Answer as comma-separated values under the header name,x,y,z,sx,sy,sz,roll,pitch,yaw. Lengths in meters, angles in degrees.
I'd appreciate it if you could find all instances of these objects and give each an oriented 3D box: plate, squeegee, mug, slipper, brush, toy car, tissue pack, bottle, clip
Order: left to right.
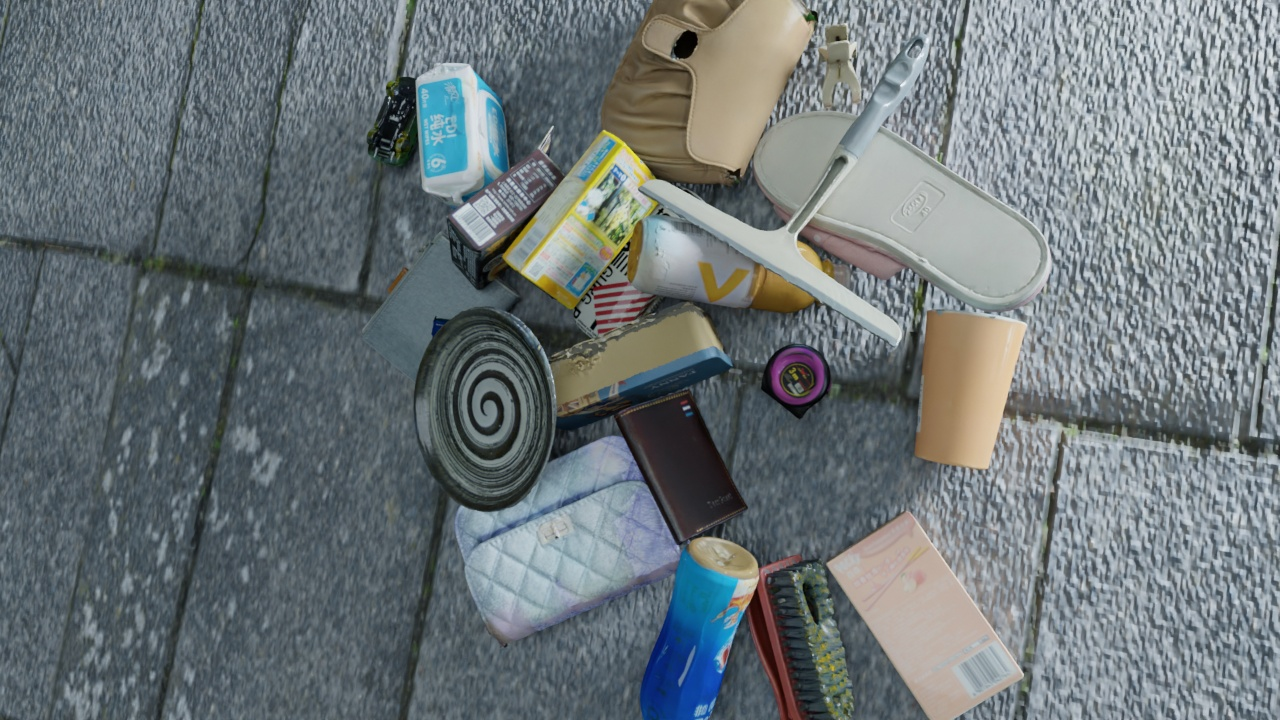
name,x,y,z,sx,sy,sz,roll,pitch,yaw
toy car,-0.240,-0.238,0.919,0.043,0.036,0.091,20,90,16
tissue pack,-0.164,-0.204,0.870,0.063,0.090,0.140,-7,82,13
plate,-0.134,0.042,0.806,0.180,0.024,0.179,1,92,38
bottle,0.038,0.256,0.768,0.065,0.065,0.219,21,106,15
bottle,0.085,-0.079,0.788,0.189,0.068,0.068,8,85,-9
brush,0.130,0.241,0.770,0.069,0.063,0.145,-20,80,41
clip,0.174,-0.247,0.796,0.035,0.103,0.092,-4,106,11
squeegee,0.168,-0.169,0.765,0.246,0.039,0.246,33,82,14
slipper,0.217,-0.128,0.786,0.274,0.054,0.114,34,88,24
mug,0.264,0.024,0.752,0.078,0.078,0.123,11,91,14

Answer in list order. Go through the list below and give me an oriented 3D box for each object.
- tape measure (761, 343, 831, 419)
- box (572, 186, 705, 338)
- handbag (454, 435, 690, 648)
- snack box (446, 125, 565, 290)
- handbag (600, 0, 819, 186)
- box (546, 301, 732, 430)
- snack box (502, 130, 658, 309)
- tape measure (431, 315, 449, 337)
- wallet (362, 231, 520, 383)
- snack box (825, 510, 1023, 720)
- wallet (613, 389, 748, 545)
name,x,y,z,sx,sy,sz,roll,pitch,yaw
tape measure,0.137,0.015,0.800,0.057,0.039,0.058,37,98,14
box,0.001,-0.087,0.836,0.071,0.057,0.164,36,92,0
handbag,-0.065,0.156,0.814,0.194,0.075,0.134,-26,78,10
snack box,-0.114,-0.133,0.825,0.125,0.113,0.053,-39,86,-15
handbag,0.056,-0.259,0.817,0.148,0.099,0.204,26,90,21
box,-0.005,0.005,0.809,0.184,0.089,0.059,-20,77,15
snack box,-0.046,-0.119,0.798,0.140,0.087,0.034,-49,57,5
tape measure,-0.169,-0.011,0.856,0.058,0.025,0.054,14,106,-1
wallet,-0.197,-0.046,0.888,0.106,0.037,0.130,40,95,3
snack box,0.233,0.212,0.761,0.084,0.026,0.157,-35,77,8
wallet,0.036,0.089,0.794,0.020,0.096,0.122,-37,74,43
